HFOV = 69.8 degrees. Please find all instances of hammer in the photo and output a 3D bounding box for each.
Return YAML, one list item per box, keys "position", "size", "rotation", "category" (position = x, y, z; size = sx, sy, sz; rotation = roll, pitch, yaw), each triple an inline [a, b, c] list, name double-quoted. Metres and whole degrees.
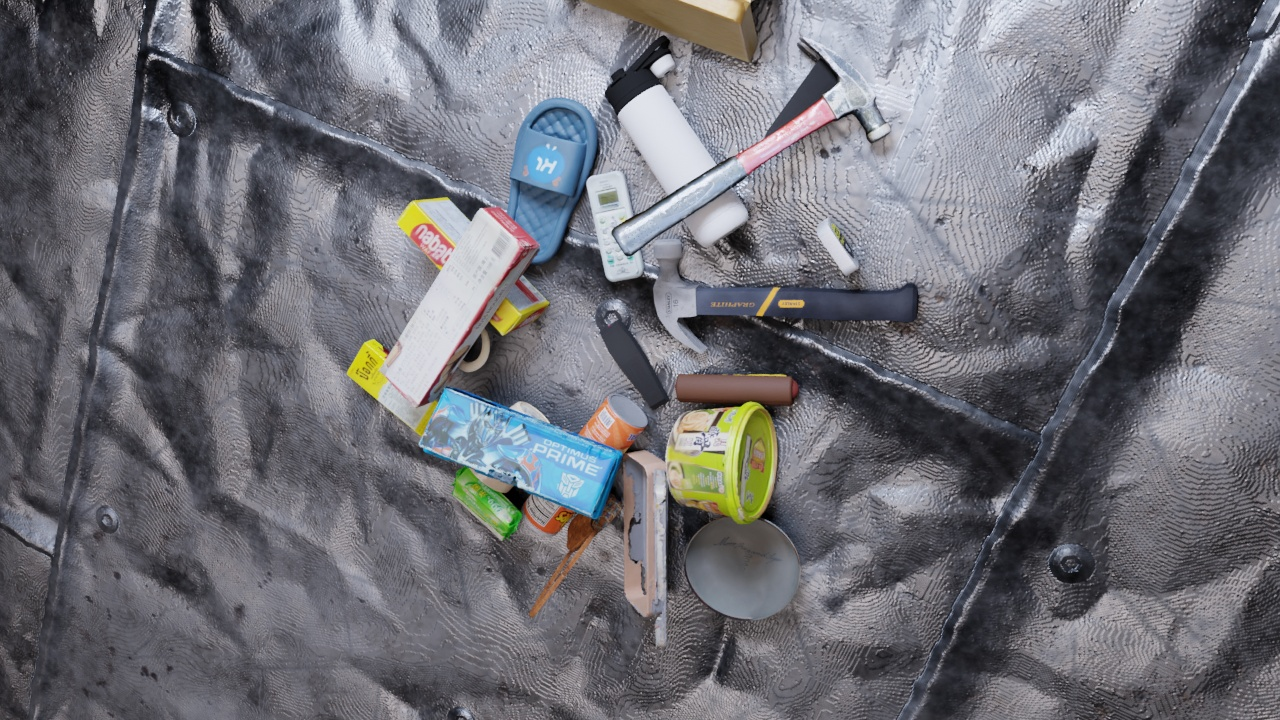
- position: [0.169, -0.076, 1.096]
  size: [0.313, 0.035, 0.139]
  rotation: [2, 106, 17]
  category: "hammer"
- position: [0.107, -0.226, 1.023]
  size: [0.326, 0.036, 0.140]
  rotation: [-33, 92, 3]
  category: "hammer"

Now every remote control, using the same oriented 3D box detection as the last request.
- position: [-0.030, -0.166, 1.141]
  size: [0.050, 0.022, 0.133]
  rotation: [-8, 101, 20]
  category: "remote control"
- position: [-0.007, 0.007, 1.184]
  size: [0.039, 0.010, 0.124]
  rotation: [-32, 93, 22]
  category: "remote control"

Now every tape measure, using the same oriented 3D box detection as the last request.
- position: [0.226, -0.130, 1.047]
  size: [0.017, 0.064, 0.065]
  rotation: [-34, 99, 22]
  category: "tape measure"

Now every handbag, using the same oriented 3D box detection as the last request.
- position: [-0.094, 0.248, 1.174]
  size: [0.043, 0.195, 0.094]
  rotation: [40, 139, -2]
  category: "handbag"

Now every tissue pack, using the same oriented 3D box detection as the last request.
- position: [-0.211, 0.195, 1.255]
  size: [0.114, 0.034, 0.100]
  rotation: [41, 154, 3]
  category: "tissue pack"

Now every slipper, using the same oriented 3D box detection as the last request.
- position: [-0.123, -0.222, 1.139]
  size: [0.104, 0.059, 0.214]
  rotation: [24, 111, 13]
  category: "slipper"

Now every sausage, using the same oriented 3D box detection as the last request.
- position: [0.118, 0.035, 1.137]
  size: [0.156, 0.040, 0.040]
  rotation: [1, 104, 18]
  category: "sausage"

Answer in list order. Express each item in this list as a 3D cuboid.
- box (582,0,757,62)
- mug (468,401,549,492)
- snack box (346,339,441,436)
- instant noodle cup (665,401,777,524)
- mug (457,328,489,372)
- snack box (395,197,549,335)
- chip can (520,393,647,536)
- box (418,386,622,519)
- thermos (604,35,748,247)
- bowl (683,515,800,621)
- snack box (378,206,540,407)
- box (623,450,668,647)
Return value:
- position: [0.020, -0.433, 1.002]
  size: [0.249, 0.140, 0.149]
  rotation: [24, 117, 11]
  category: "box"
- position: [-0.162, 0.120, 1.232]
  size: [0.111, 0.085, 0.104]
  rotation: [37, 102, -24]
  category: "mug"
- position: [-0.340, 0.040, 1.291]
  size: [0.149, 0.025, 0.061]
  rotation: [39, 112, 5]
  category: "snack box"
- position: [0.097, 0.121, 1.114]
  size: [0.098, 0.145, 0.146]
  rotation: [2, 104, 28]
  category: "instant noodle cup"
- position: [-0.247, -0.034, 1.213]
  size: [0.122, 0.081, 0.097]
  rotation: [37, 105, 23]
  category: "mug"
- position: [-0.213, -0.124, 1.173]
  size: [0.200, 0.092, 0.042]
  rotation: [46, 112, 2]
  category: "snack box"
- position: [-0.076, 0.140, 1.212]
  size: [0.062, 0.062, 0.211]
  rotation: [40, 112, 5]
  category: "chip can"
- position: [-0.152, 0.115, 1.147]
  size: [0.243, 0.066, 0.091]
  rotation: [20, 93, 9]
  category: "box"
- position: [0.052, -0.253, 1.072]
  size: [0.101, 0.068, 0.230]
  rotation: [-33, 91, 14]
  category: "thermos"
- position: [0.133, 0.254, 1.176]
  size: [0.151, 0.056, 0.151]
  rotation: [5, 108, 14]
  category: "bowl"
- position: [-0.224, -0.061, 1.122]
  size: [0.076, 0.044, 0.274]
  rotation: [43, 116, 10]
  category: "snack box"
- position: [0.013, 0.235, 1.167]
  size: [0.063, 0.157, 0.216]
  rotation: [-1, 104, -5]
  category: "box"
